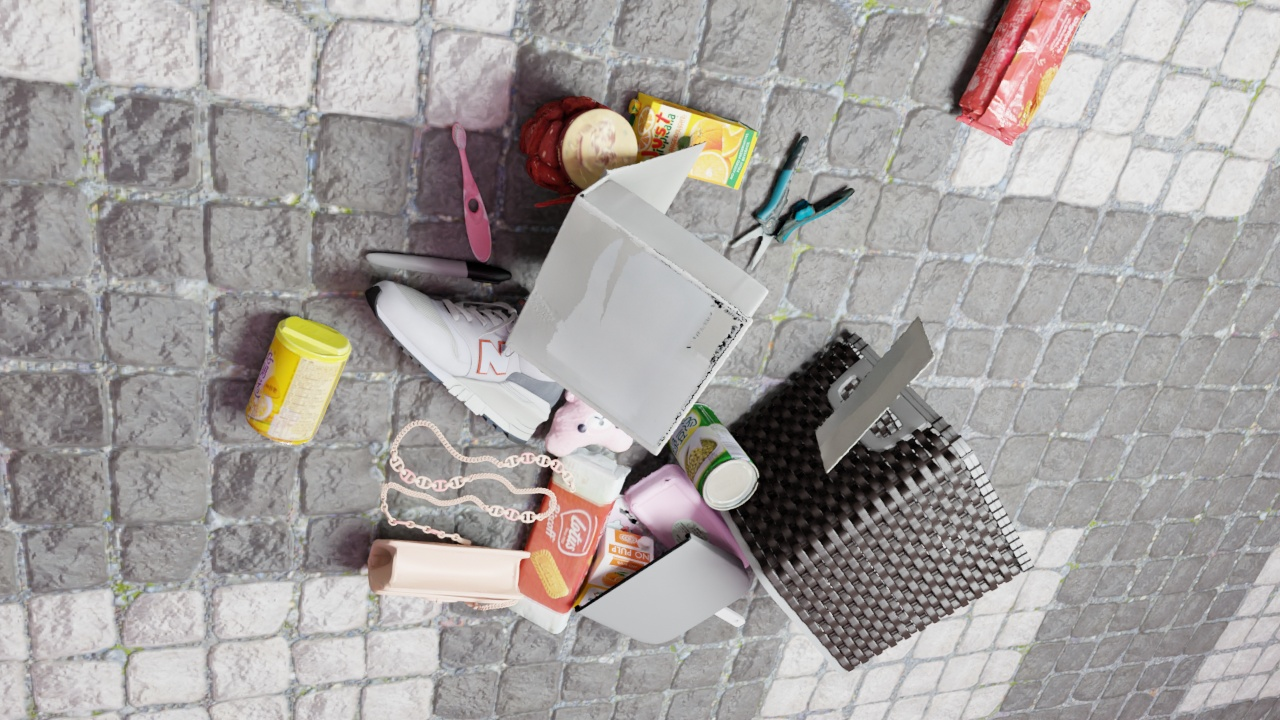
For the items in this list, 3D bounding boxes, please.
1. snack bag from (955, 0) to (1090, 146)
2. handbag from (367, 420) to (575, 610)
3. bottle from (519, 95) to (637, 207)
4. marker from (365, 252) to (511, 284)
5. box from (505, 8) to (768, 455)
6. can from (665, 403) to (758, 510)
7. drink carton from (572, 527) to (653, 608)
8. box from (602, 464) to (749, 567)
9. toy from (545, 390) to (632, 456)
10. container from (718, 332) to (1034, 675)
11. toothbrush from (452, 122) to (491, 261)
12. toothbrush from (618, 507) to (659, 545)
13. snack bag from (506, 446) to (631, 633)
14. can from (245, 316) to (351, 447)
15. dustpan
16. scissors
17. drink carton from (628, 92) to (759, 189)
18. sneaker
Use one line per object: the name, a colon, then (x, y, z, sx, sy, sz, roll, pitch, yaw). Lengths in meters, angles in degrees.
snack bag: (0.391, -0.314, 0.935, 0.082, 0.082, 0.177, 11, 112, -27)
handbag: (-0.189, 0.170, 0.994, 0.198, 0.117, 0.187, 11, 81, -22)
bottle: (-0.058, -0.181, 0.809, 0.098, 0.111, 0.099, -10, 112, -25)
marker: (-0.190, -0.087, 0.868, 0.138, 0.016, 0.022, 5, 139, -23)
box: (-0.035, -0.141, 0.843, 0.164, 0.445, 0.168, 11, 133, -26)
can: (0.076, 0.105, 1.018, 0.067, 0.121, 0.067, -10, 121, -17)
drink carton: (-0.032, 0.249, 1.075, 0.058, 0.040, 0.123, 17, 131, -13)
box: (0.029, 0.218, 1.095, 0.154, 0.041, 0.201, -33, 125, 9)
toy: (-0.053, 0.055, 0.983, 0.099, 0.053, 0.096, -1, 106, -23)
container: (0.244, 0.169, 1.053, 0.244, 0.247, 0.245, -36, 125, 4)
toothbrush: (-0.155, -0.151, 0.843, 0.021, 0.016, 0.135, -14, 122, -12)
toothbrush: (-0.013, 0.188, 1.097, 0.017, 0.012, 0.187, -51, 125, -5)
snack bag: (-0.086, 0.204, 1.041, 0.077, 0.041, 0.226, 25, 114, 10)
can: (-0.315, 0.019, 0.845, 0.067, 0.067, 0.105, 18, 110, -29)
dustpan: (0.060, 0.287, 1.102, 0.163, 0.033, 0.257, -36, 133, 16)
scissors: (0.155, -0.168, 0.958, 0.148, 0.019, 0.118, -26, 125, -5)
drink carton: (0.044, -0.209, 0.875, 0.122, 0.041, 0.058, 9, 114, -25)
sneaker: (-0.145, -0.024, 0.886, 0.124, 0.089, 0.240, -41, 133, -1)
